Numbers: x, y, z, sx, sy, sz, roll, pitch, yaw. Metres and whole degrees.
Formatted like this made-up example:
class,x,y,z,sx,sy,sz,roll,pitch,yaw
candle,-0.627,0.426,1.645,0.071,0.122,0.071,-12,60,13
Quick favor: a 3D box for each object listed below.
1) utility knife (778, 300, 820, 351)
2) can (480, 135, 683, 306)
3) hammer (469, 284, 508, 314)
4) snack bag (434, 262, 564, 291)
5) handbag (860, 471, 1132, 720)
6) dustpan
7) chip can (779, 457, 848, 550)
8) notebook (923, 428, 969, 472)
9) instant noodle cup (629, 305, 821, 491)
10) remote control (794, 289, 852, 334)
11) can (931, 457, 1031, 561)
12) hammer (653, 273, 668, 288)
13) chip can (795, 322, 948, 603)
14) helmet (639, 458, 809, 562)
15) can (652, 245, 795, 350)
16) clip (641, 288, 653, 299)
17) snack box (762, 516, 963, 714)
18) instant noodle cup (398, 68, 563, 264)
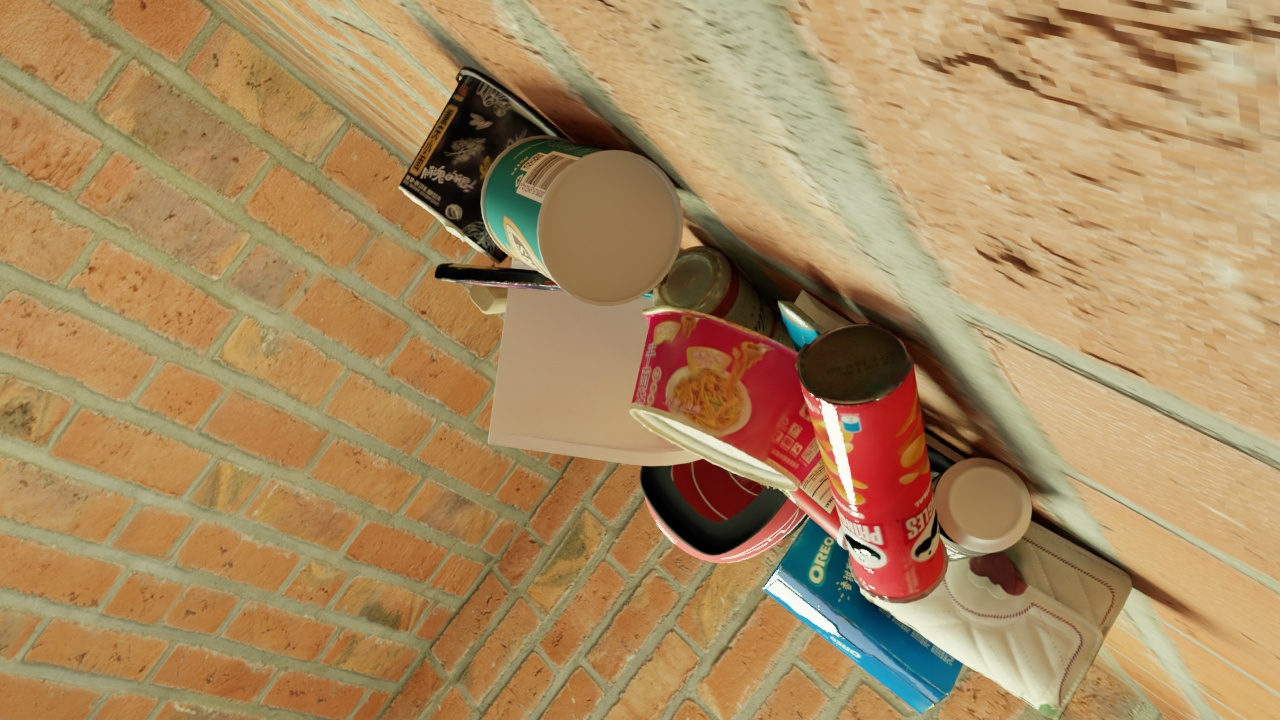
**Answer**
class,x,y,z,sx,sy,sz,roll,pitch,yaw
utility knife,0.124,0.004,0.658,0.031,0.015,0.225,37,174,23
can,-0.046,-0.103,0.646,0.099,0.099,0.144,37,179,-29
hammer,-0.084,-0.079,1.088,0.117,0.051,0.322,46,-156,18
snack bag,-0.087,-0.068,0.763,0.155,0.018,0.074,4,-177,16
handbag,0.315,0.205,0.826,0.199,0.142,0.096,29,173,28
dustpan,-0.005,0.005,0.890,0.257,0.191,0.053,7,-174,-12
chip can,0.117,0.075,0.797,0.215,0.052,0.052,42,-178,39
notebook,0.264,0.083,0.896,0.149,0.016,0.206,35,178,27
instant noodle cup,0.068,0.035,0.685,0.178,0.077,0.179,25,170,4
remote control,0.135,-0.013,0.677,0.049,0.024,0.143,37,178,16
can,0.261,0.123,0.742,0.072,0.072,0.129,37,170,13
hammer,-0.051,-0.120,0.818,0.098,0.052,0.328,38,-177,-29
chip can,0.161,0.076,0.620,0.073,0.073,0.233,36,159,43
helmet,0.128,0.111,1.074,0.197,0.271,0.224,46,-157,16
can,0.076,-0.029,0.760,0.067,0.067,0.170,36,178,40
clip,0.024,-0.067,0.824,0.130,0.031,0.121,11,180,-15
snack box,0.267,0.210,0.959,0.195,0.238,0.056,37,140,11
instant noodle cup,-0.126,-0.153,0.763,0.137,0.112,0.137,38,180,0
